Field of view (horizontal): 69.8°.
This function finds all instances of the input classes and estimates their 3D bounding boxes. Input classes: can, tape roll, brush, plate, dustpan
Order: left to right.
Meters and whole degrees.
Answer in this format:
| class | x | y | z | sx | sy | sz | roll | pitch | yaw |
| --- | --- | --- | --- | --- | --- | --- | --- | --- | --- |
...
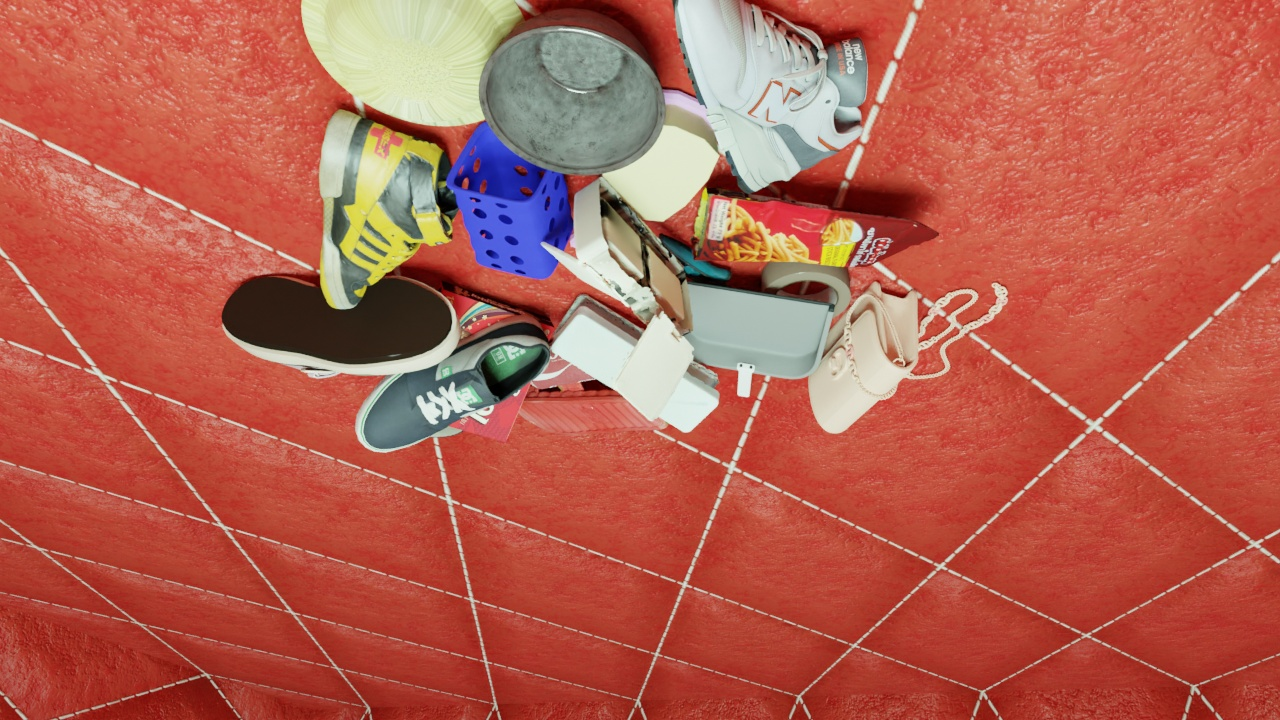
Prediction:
| class | x | y | z | sx | sy | sz | roll | pitch | yaw |
| --- | --- | --- | --- | --- | --- | --- | --- | --- | --- |
| plate | -0.182 | -0.246 | 0.739 | 0.184 | 0.036 | 0.185 | 3 | 148 | 2 |
| can | -0.088 | 0.001 | 1.107 | 0.097 | 0.054 | 0.054 | -11 | 145 | 22 |
| brush | -0.009 | -0.157 | 0.855 | 0.089 | 0.043 | 0.229 | 18 | 145 | -22 |
| dustpan | 0.124 | -0.013 | 1.053 | 0.163 | 0.033 | 0.258 | 10 | 161 | 8 |
| tape roll | 0.175 | -0.077 | 0.974 | 0.094 | 0.030 | 0.094 | 3 | 148 | 2 |

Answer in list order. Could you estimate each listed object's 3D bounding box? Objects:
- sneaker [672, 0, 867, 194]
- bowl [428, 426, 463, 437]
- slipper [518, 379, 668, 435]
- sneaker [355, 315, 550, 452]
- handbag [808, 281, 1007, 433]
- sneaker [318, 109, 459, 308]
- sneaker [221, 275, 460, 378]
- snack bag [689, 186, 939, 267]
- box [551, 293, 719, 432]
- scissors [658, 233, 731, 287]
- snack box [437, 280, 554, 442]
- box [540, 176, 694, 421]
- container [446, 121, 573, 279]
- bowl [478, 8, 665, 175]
| class | x | y | z | sx | sy | sz | roll | pitch | yaw |
| --- | --- | --- | --- | --- | --- | --- | --- | --- | --- |
| sneaker | 0.109 | -0.225 | 0.706 | 0.124 | 0.088 | 0.240 | -11 | 154 | 15 |
| bowl | -0.277 | 0.048 | 1.197 | 0.115 | 0.059 | 0.116 | 3 | 148 | 2 |
| slipper | -0.066 | 0.049 | 1.177 | 0.249 | 0.059 | 0.103 | -4 | 146 | 39 |
| sneaker | -0.204 | 0.033 | 0.996 | 0.235 | 0.079 | 0.084 | -30 | 117 | -2 |
| handbag | 0.302 | 0.006 | 1.012 | 0.187 | 0.116 | 0.199 | 12 | 147 | -12 |
| sneaker | -0.240 | -0.127 | 0.884 | 0.122 | 0.085 | 0.239 | 13 | 144 | -7 |
| sneaker | -0.318 | -0.018 | 1.020 | 0.294 | 0.111 | 0.116 | 2 | 152 | 20 |
| snack bag | 0.157 | -0.124 | 0.867 | 0.208 | 0.066 | 0.139 | 4 | 169 | -5 |
| box | -0.005 | 0.008 | 1.045 | 0.199 | 0.086 | 0.072 | 31 | -179 | -16 |
| scissors | 0.058 | -0.094 | 0.973 | 0.135 | 0.019 | 0.130 | 8 | 157 | 7 |
| snack box | -0.191 | 0.003 | 1.054 | 0.132 | 0.036 | 0.152 | 19 | 105 | -22 |
| box | -0.019 | -0.050 | 0.802 | 0.081 | 0.181 | 0.143 | -28 | 131 | 23 |
| container | -0.113 | -0.143 | 0.840 | 0.084 | 0.085 | 0.114 | 15 | 151 | 12 |
| bowl | -0.050 | -0.223 | 0.729 | 0.145 | 0.067 | 0.145 | 4 | 146 | 2 |
